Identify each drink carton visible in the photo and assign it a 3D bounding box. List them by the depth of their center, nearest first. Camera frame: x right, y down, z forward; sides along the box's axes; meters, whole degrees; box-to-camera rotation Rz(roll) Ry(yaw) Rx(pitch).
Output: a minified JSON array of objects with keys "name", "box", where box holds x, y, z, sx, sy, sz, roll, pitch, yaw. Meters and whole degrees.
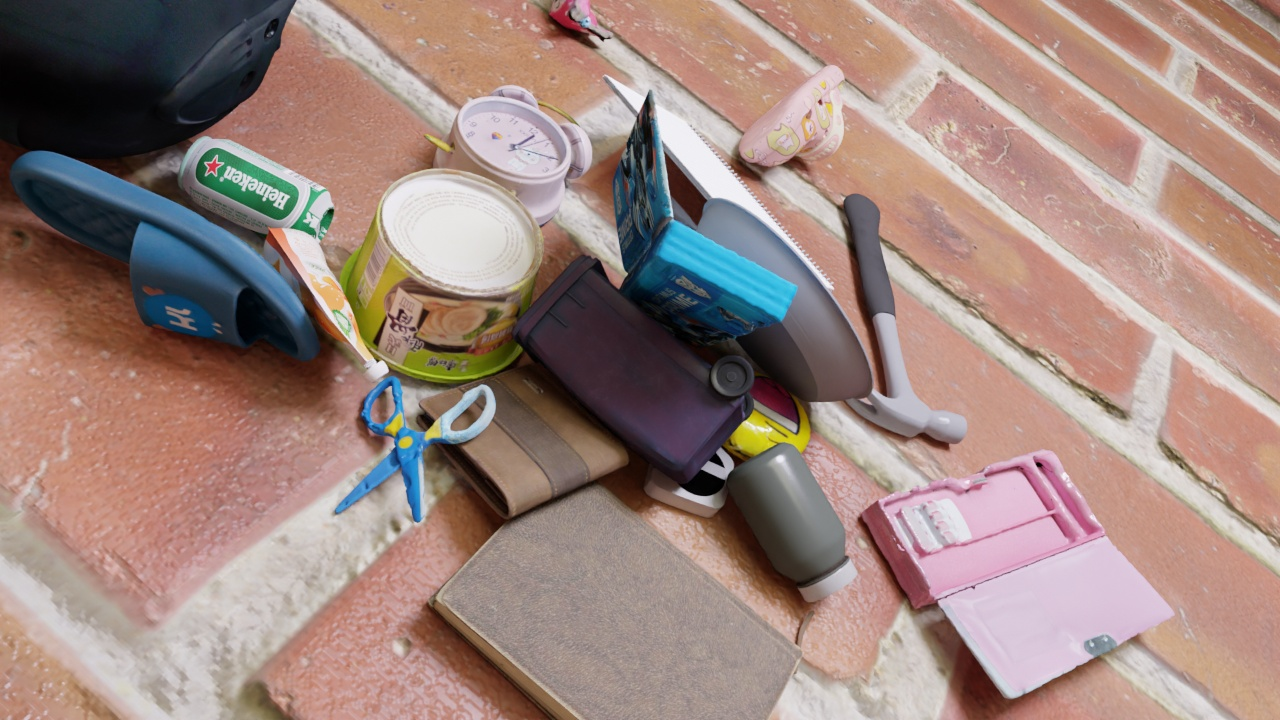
[{"name":"drink carton","box":[-0.210,-0.038,0.613,0.039,0.069,0.122,-37,50,-10]}]

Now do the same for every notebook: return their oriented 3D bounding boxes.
[{"name":"notebook","box":[0.002,0.165,0.601,0.215,0.035,0.189,39,45,8]},{"name":"notebook","box":[0.078,-0.161,0.862,0.245,0.013,0.177,52,21,18]}]

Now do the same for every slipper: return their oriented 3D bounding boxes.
[{"name":"slipper","box":[-0.301,-0.060,0.580,0.213,0.104,0.059,30,60,-6]},{"name":"slipper","box":[0.179,-0.254,1.005,0.081,0.093,0.196,50,44,-11]}]

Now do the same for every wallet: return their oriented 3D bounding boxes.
[{"name":"wallet","box":[-0.083,0.051,0.631,0.098,0.027,0.121,-22,45,-35]}]

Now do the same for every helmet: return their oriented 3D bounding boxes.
[{"name":"helmet","box":[-0.359,-0.273,0.628,0.249,0.237,0.315,32,44,-1]}]

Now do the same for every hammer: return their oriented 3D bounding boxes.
[{"name":"hammer","box":[0.233,-0.058,0.905,0.125,0.030,0.310,15,48,-17]}]

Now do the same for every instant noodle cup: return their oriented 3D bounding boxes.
[{"name":"instant noodle cup","box":[-0.139,-0.066,0.669,0.146,0.098,0.146,14,49,-17]}]

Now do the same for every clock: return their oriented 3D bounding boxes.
[{"name":"clock","box":[-0.108,-0.184,0.808,0.117,0.059,0.157,37,46,4]}]

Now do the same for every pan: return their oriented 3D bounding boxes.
[{"name":"pan","box":[0.066,-0.086,0.786,0.050,0.201,0.356,-39,51,-7]}]

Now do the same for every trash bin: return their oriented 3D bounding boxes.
[{"name":"trash bin","box":[-0.004,0.004,0.659,0.161,0.094,0.092,41,83,15]}]

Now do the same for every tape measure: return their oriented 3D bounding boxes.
[{"name":"tape measure","box":[0.037,0.083,0.696,0.065,0.017,0.064,25,47,-8]}]

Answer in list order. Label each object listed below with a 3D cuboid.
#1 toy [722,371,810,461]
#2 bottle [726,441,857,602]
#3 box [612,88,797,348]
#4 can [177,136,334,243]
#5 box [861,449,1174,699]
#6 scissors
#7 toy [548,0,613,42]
[{"name":"toy","box":[0.093,0.045,0.740,0.095,0.041,0.094,33,41,2]},{"name":"bottle","box":[0.112,0.118,0.671,0.060,0.060,0.108,-25,82,-39]},{"name":"box","box":[0.014,-0.077,0.670,0.071,0.244,0.170,-35,92,-8]},{"name":"can","box":[-0.279,-0.121,0.673,0.101,0.053,0.053,26,47,-6]},{"name":"box","box":[0.311,0.169,0.754,0.232,0.039,0.179,-7,54,-32]},{"name":"scissors","box":[-0.145,0.053,0.601,0.127,0.015,0.125,-21,50,1]},{"name":"toy","box":[-0.075,-0.386,1.004,0.065,0.050,0.102,37,27,-51]}]
